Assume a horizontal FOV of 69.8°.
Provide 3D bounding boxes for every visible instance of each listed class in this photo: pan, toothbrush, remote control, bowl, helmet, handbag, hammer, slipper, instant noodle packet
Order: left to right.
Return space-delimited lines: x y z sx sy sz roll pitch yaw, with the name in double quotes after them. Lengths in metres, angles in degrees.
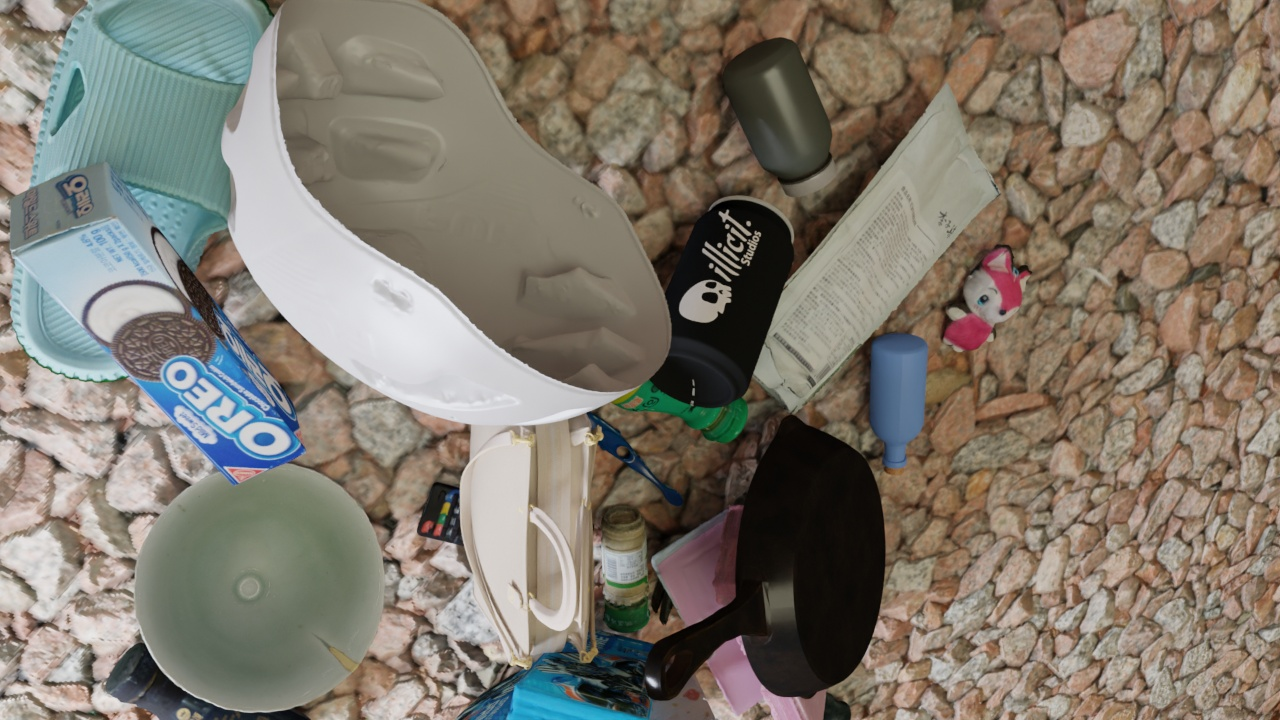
-0.305 -0.105 0.550 0.116 0.069 0.276 20 103 -24 "slipper"
-0.278 0.164 0.663 0.174 0.068 0.174 15 65 -37 "bowl"
-0.106 -0.074 0.540 0.282 0.223 0.184 32 125 3 "helmet"
-0.109 0.136 0.750 0.140 0.021 0.045 19 96 -22 "remote control"
-0.067 0.116 0.641 0.101 0.198 0.195 -2 102 -18 "handbag"
-0.008 0.082 0.771 0.021 0.016 0.132 -46 117 0 "toothbrush"
0.128 0.277 0.895 0.133 0.033 0.333 -38 120 -5 "hammer"
0.118 0.179 0.722 0.355 0.043 0.249 -15 101 -54 "pan"
0.185 -0.082 0.759 0.269 0.057 0.147 -50 137 0 "instant noodle packet"

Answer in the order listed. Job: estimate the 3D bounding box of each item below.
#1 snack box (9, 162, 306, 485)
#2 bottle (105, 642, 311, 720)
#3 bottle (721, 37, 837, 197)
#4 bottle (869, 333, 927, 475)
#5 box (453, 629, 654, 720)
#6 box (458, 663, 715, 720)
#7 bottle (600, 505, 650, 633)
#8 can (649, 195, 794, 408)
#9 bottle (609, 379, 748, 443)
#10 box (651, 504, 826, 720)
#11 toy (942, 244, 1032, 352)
-0.280 -0.011 0.556 0.059 0.059 0.227 -25 142 -10 "snack box"
-0.324 0.269 0.700 0.056 0.056 0.161 -45 120 0 "bottle"
0.106 -0.178 0.681 0.060 0.060 0.108 -35 119 -5 "bottle"
0.231 0.044 0.827 0.048 0.048 0.131 -12 115 -17 "bottle"
-0.072 0.246 0.698 0.174 0.243 0.063 -9 82 2 "box"
-0.052 0.337 0.826 0.216 0.094 0.108 -5 138 -20 "box"
-0.014 0.180 0.793 0.042 0.042 0.110 -9 112 -18 "bottle"
0.059 -0.044 0.672 0.080 0.080 0.145 41 57 -29 "can"
-0.004 0.004 0.709 0.209 0.068 0.068 30 98 -28 "bottle"
0.090 0.242 0.821 0.099 0.099 0.233 -10 124 24 "box"
0.316 -0.048 0.825 0.065 0.050 0.102 24 106 -32 "toy"
